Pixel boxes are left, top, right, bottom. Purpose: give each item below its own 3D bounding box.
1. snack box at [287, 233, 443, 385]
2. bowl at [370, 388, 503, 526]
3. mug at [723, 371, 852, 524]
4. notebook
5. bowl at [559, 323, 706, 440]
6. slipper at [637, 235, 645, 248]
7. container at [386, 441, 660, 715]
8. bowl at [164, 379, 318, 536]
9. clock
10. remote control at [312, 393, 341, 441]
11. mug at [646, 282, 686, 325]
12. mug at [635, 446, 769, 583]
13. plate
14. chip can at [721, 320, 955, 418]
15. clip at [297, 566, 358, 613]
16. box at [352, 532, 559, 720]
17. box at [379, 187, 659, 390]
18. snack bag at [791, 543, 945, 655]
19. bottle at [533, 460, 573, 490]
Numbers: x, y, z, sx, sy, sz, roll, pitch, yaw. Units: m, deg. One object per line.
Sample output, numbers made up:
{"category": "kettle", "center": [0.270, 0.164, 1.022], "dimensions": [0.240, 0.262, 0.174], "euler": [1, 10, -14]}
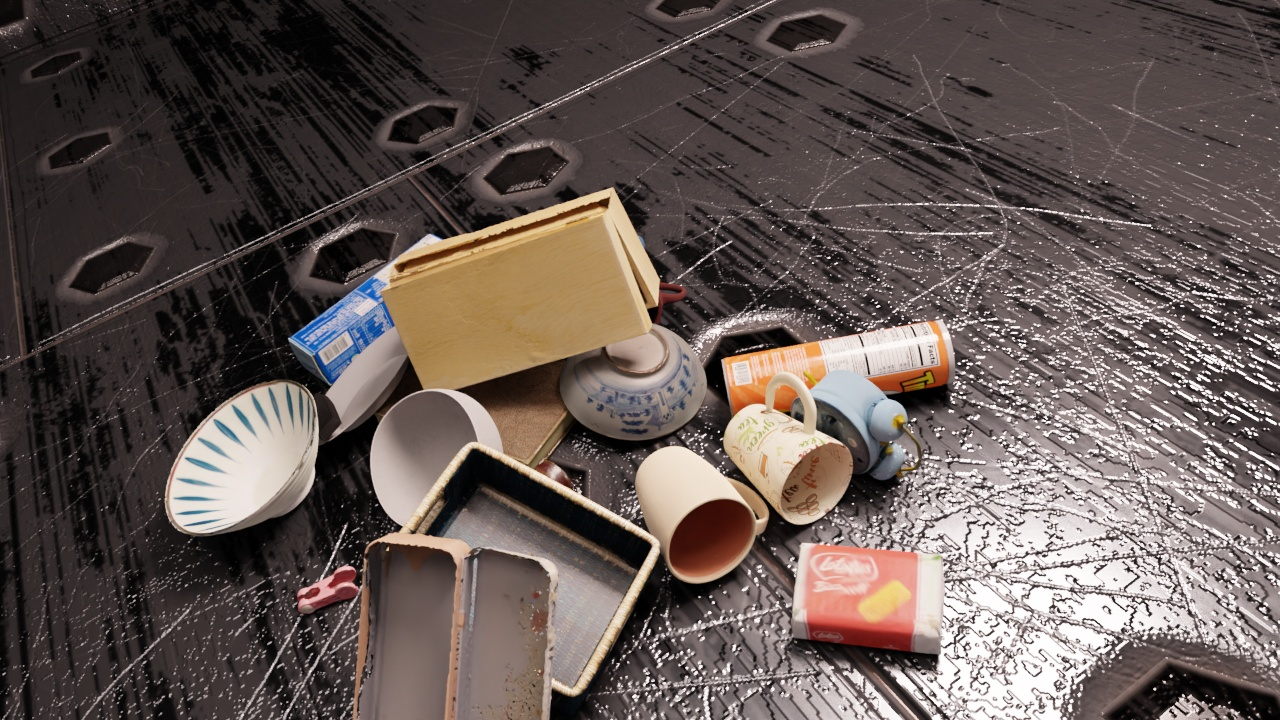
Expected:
{"category": "snack box", "center": [-0.314, -0.065, 1.114], "dimensions": [0.059, 0.059, 0.225], "euler": [26, 57, 33]}
{"category": "bowl", "center": [-0.187, 0.096, 0.877], "dimensions": [0.132, 0.064, 0.131], "euler": [-4, 81, 26]}
{"category": "mug", "center": [0.126, 0.067, 0.807], "dimensions": [0.081, 0.122, 0.097], "euler": [-14, 31, -28]}
{"category": "notebook", "center": [-0.155, 0.027, 0.987], "dimensions": [0.216, 0.034, 0.189], "euler": [14, 50, 28]}
{"category": "bowl", "center": [-0.006, 0.005, 0.923], "dimensions": [0.150, 0.057, 0.150], "euler": [3, 48, -3]}
{"category": "slipper", "center": [-0.084, -0.101, 1.064], "dimensions": [0.213, 0.059, 0.104], "euler": [-21, 6, -28]}
{"category": "container", "center": [-0.097, 0.173, 0.741], "dimensions": [0.187, 0.071, 0.145], "euler": [27, 58, 10]}
{"category": "bowl", "center": [-0.382, 0.111, 0.927], "dimensions": [0.177, 0.071, 0.177], "euler": [-15, 49, 17]}
{"category": "clock", "center": [0.192, 0.059, 0.811], "dimensions": [0.051, 0.089, 0.124], "euler": [-40, 49, -23]}
{"category": "remote control", "center": [-0.344, 0.060, 0.985], "dimensions": [0.039, 0.010, 0.125], "euler": [-51, 28, -11]}
{"category": "mug", "center": [-0.006, -0.074, 1.022], "dimensions": [0.114, 0.087, 0.088], "euler": [-4, 26, 4]}
{"category": "mug", "center": [0.055, 0.126, 0.796], "dimensions": [0.111, 0.085, 0.104], "euler": [1, 25, -23]}
{"category": "plate", "center": [-0.298, 0.030, 1.000], "dimensions": [0.173, 0.019, 0.172], "euler": [-34, 29, 22]}
{"category": "chip can", "center": [0.187, 0.010, 0.884], "dimensions": [0.210, 0.062, 0.062], "euler": [-10, 43, 6]}
{"category": "clip", "center": [-0.289, 0.208, 0.845], "dimensions": [0.059, 0.022, 0.038], "euler": [-25, 47, -8]}
{"category": "box", "center": [-0.131, 0.238, 0.649], "dimensions": [0.154, 0.216, 0.058], "euler": [4, 1, 15]}
{"category": "box", "center": [-0.121, -0.063, 0.909], "dimensions": [0.249, 0.140, 0.122], "euler": [-15, 43, 18]}
{"category": "snack bag", "center": [0.178, 0.185, 0.721], "dimensions": [0.116, 0.036, 0.076], "euler": [2, 46, 18]}
{"category": "bottle", "center": [-0.129, 0.157, 0.825], "dimensions": [0.056, 0.057, 0.161], "euler": [24, 55, 35]}
